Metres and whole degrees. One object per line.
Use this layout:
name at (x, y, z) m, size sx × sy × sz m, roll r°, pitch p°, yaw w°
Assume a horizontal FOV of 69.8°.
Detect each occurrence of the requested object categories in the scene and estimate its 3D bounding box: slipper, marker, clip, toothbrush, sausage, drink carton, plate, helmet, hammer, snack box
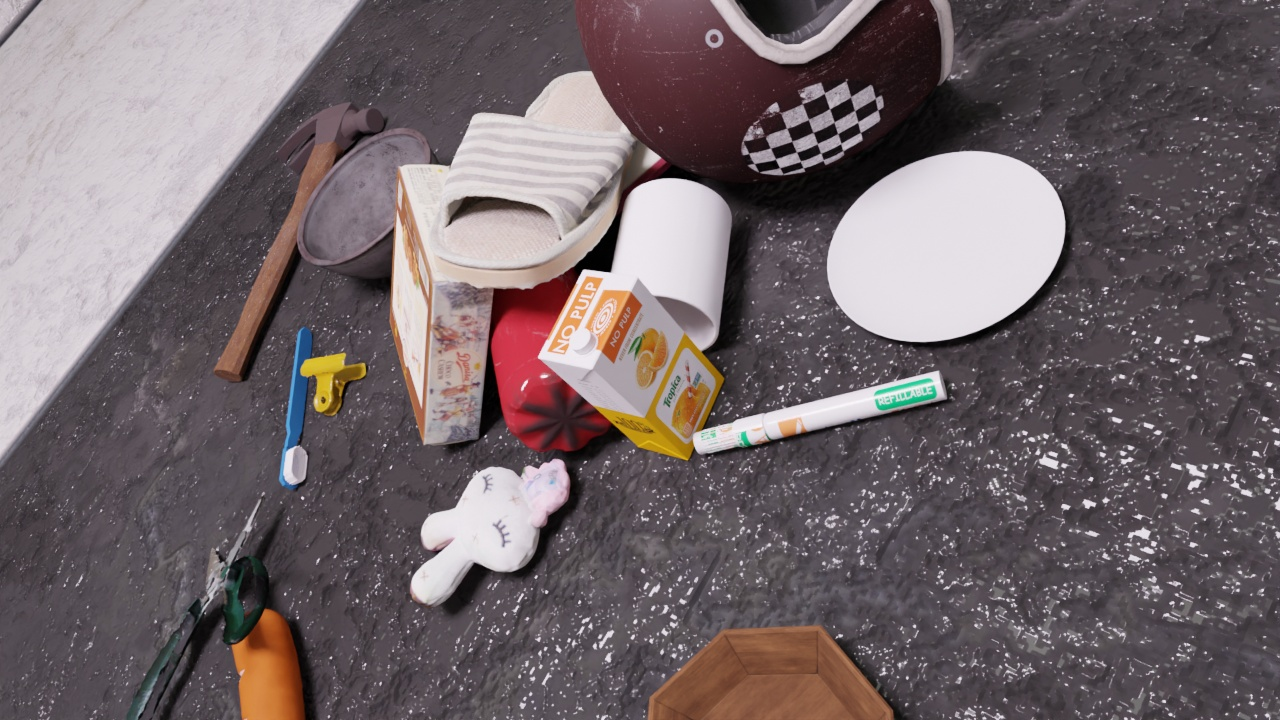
slipper at (-0.060, -0.141, 0.625) m, size 0.114 × 0.054 × 0.271 m, roll 12°, pitch 42°, yaw 10°
marker at (0.099, 0.032, 0.523) m, size 0.146 × 0.017 × 0.017 m, roll -16°, pitch 53°, yaw 24°
clip at (-0.256, 0.019, 0.764) m, size 0.054 × 0.048 × 0.046 m, roll -8°, pitch 15°, yaw 28°
toothbrush at (-0.287, 0.035, 0.774) m, size 0.014 × 0.016 × 0.166 m, roll -24°, pitch 50°, yaw 18°
sausage at (-0.240, 0.233, 0.595) m, size 0.044 × 0.039 × 0.164 m, roll -32°, pitch 48°, yaw 7°
drink carton at (-0.003, 0.003, 0.536) m, size 0.040 × 0.122 × 0.058 m, roll 11°, pitch 67°, yaw 38°
plate at (0.177, -0.067, 0.541) m, size 0.135 × 0.011 × 0.134 m, roll -17°, pitch 53°, yaw 23°
plate at (0.061, 0.191, 0.434) m, size 0.131 × 0.025 × 0.131 m, roll -17°, pitch 53°, yaw 23°
helmet at (0.086, -0.225, 0.556) m, size 0.254 × 0.234 × 0.233 m, roll -21°, pitch 57°, yaw 15°
hammer at (-0.349, -0.126, 0.914) m, size 0.115 × 0.033 × 0.322 m, roll -4°, pitch 59°, yaw 29°
snack box at (-0.145, -0.040, 0.654) m, size 0.041 × 0.147 × 0.143 m, roll -5°, pitch 43°, yaw -23°

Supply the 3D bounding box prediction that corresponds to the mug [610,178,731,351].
mug at (0.008, -0.053, 0.611) m, size 0.111 × 0.073 × 0.090 m, roll -30°, pitch 43°, yaw 49°

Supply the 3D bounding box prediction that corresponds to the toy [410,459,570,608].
toy at (-0.097, 0.104, 0.589) m, size 0.123 × 0.038 × 0.079 m, roll -33°, pitch 41°, yaw 7°

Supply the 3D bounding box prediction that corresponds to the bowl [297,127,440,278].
bowl at (-0.222, -0.125, 0.804) m, size 0.145 × 0.067 × 0.144 m, roll -17°, pitch 53°, yaw 23°

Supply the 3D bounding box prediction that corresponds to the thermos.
thermos at (-0.074, -0.041, 0.647) m, size 0.073 × 0.073 × 0.239 m, roll -32°, pitch 42°, yaw 11°

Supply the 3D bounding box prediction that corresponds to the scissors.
scissors at (-0.309, 0.190, 0.651) m, size 0.205 × 0.015 × 0.201 m, roll -3°, pitch 61°, yaw 57°

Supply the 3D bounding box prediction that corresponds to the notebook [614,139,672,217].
notebook at (-0.033, -0.158, 0.698) m, size 0.153 × 0.012 × 0.208 m, roll 20°, pitch 55°, yaw 40°
